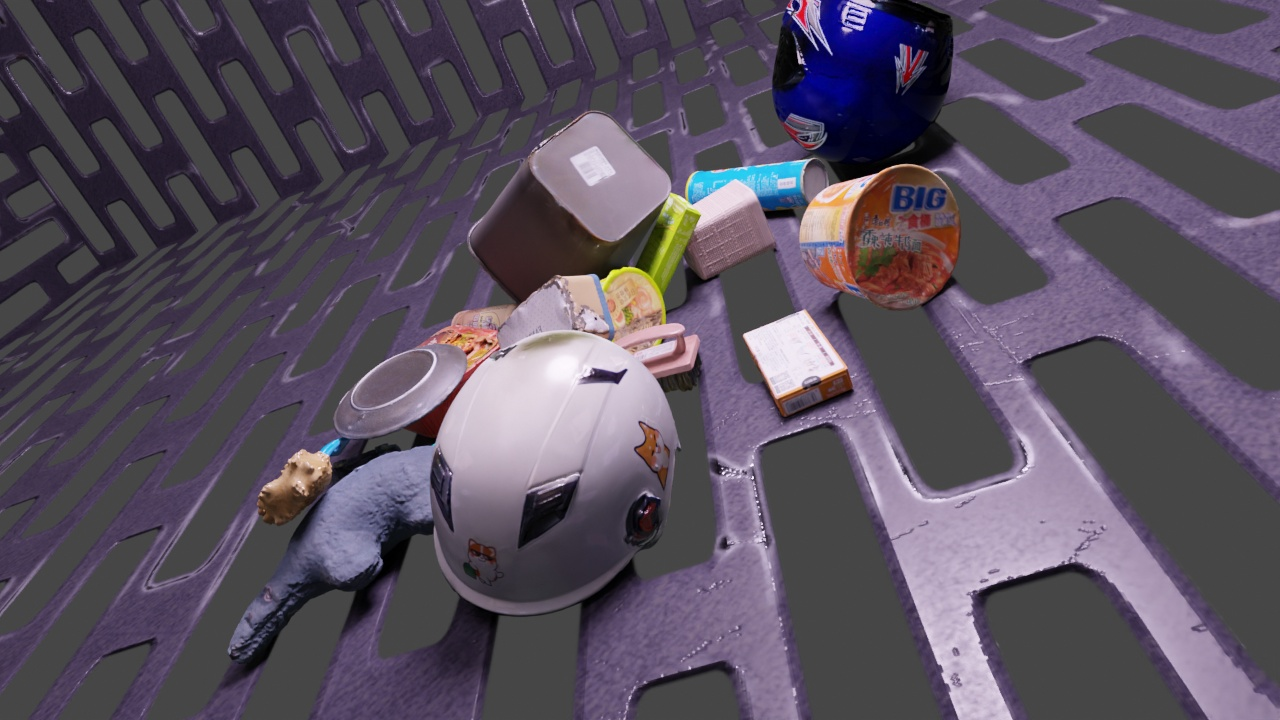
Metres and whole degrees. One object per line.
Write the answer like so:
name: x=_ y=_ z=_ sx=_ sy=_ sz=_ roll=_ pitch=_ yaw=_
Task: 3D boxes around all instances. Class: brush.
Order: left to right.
brush: x=-0.346 y=0.114 z=0.977 sx=0.083 sy=0.046 sz=0.254 roll=-54 pitch=9 yaw=1
brush: x=-0.006 y=0.006 z=1.023 sx=0.146 sy=0.073 sz=0.063 roll=-15 pitch=29 yaw=22

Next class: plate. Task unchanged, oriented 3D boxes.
plate: x=-0.292 y=0.029 z=1.102 sx=0.179 sy=0.024 sz=0.179 roll=-17 pitch=33 yaw=11

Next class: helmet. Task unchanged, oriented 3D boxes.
helmet: x=-0.085 y=0.072 z=0.822 sx=0.230 sy=0.157 sz=0.273 roll=9 pitch=43 yaw=24
helmet: x=0.307 y=-0.420 z=1.350 sx=0.247 sy=0.241 sz=0.315 roll=10 pitch=29 yaw=-18

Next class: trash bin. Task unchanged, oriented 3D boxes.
trash bin: x=-0.090 y=-0.192 z=1.217 sx=0.198 sy=0.198 sz=0.220 roll=-45 pitch=1 yaw=-31

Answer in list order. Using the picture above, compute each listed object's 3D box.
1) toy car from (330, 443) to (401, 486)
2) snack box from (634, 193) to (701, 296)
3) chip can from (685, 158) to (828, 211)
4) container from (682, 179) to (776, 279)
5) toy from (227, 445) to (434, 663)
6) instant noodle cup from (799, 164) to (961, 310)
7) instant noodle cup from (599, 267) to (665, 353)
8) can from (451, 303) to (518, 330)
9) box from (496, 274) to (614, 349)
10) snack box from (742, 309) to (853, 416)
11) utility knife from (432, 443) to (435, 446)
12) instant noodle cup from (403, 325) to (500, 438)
toy car: x=-0.324 y=0.129 z=1.093 sx=0.090 sy=0.043 sz=0.034 roll=-21 pitch=-1 yaw=-1
snack box: x=0.026 y=-0.135 z=1.197 sx=0.156 sy=0.026 sz=0.085 roll=-64 pitch=22 yaw=16
chip can: x=0.169 y=-0.253 z=1.354 sx=0.211 sy=0.071 sz=0.071 roll=3 pitch=37 yaw=42
container: x=0.108 y=-0.175 z=1.244 sx=0.111 sy=0.090 sz=0.090 roll=-28 pitch=27 yaw=-1
toy: x=-0.266 y=0.166 z=0.934 sx=0.355 sy=0.091 sz=0.138 roll=-34 pitch=47 yaw=-15
instant noodle cup: x=0.252 y=-0.133 z=0.996 sx=0.151 sy=0.151 sz=0.111 roll=-32 pitch=20 yaw=-15
instant noodle cup: x=-0.051 y=-0.051 z=1.135 sx=0.124 sy=0.112 sz=0.111 roll=-7 pitch=31 yaw=45
can: x=-0.209 y=-0.047 z=1.300 sx=0.116 sy=0.058 sz=0.058 roll=-6 pitch=32 yaw=32
box: x=-0.107 y=-0.030 z=1.085 sx=0.061 sy=0.089 sz=0.185 roll=-6 pitch=-15 yaw=-36
snack box: x=0.160 y=-0.001 z=0.950 sx=0.075 sy=0.026 sz=0.153 roll=-23 pitch=26 yaw=4
utility knife: x=-0.226 y=0.101 z=1.013 sx=0.182 sy=0.013 sz=0.029 roll=-35 pitch=29 yaw=47
instant noodle cup: x=-0.262 y=0.030 z=1.180 sx=0.188 sy=0.079 sz=0.165 roll=-42 pitch=32 yaw=-29
